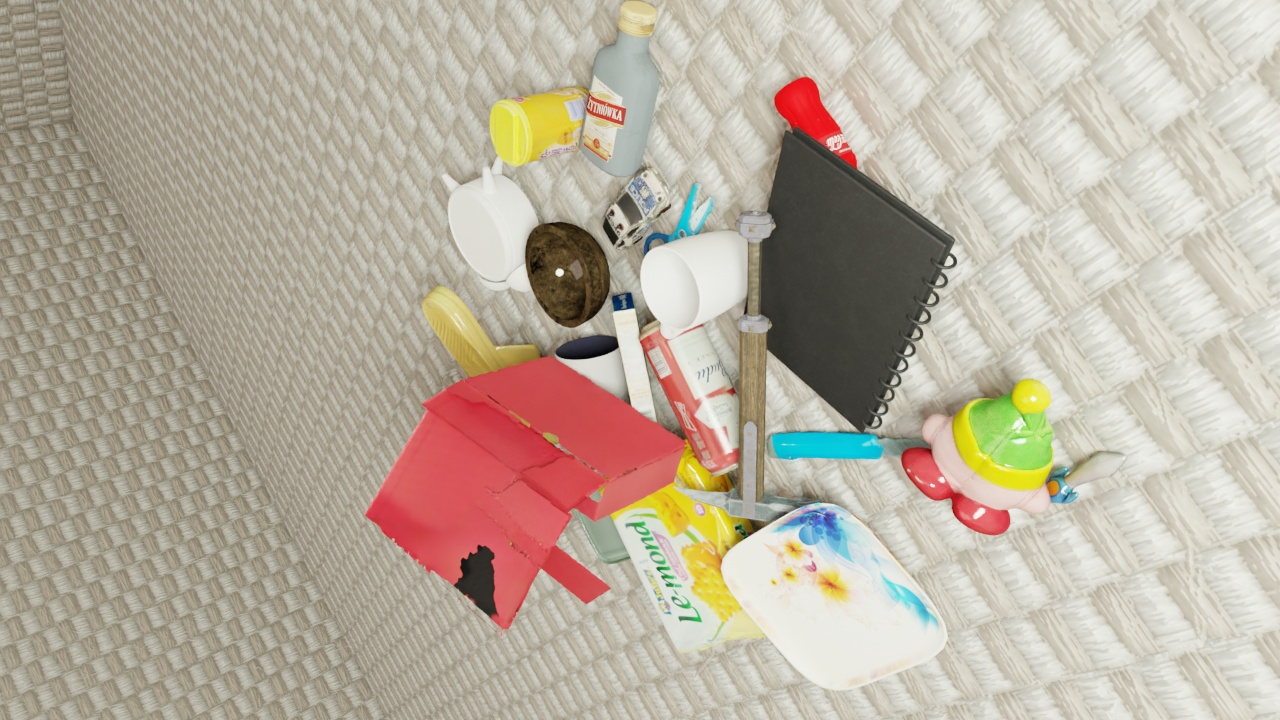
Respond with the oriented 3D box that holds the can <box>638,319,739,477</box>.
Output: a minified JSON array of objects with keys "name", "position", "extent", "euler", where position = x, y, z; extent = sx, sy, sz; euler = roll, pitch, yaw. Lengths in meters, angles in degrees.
[{"name":"can","position":[0.061,0.032,0.944],"extent":[0.067,0.067,0.170],"euler":[-29,86,55]}]

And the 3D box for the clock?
[{"name":"clock","position":[-0.174,-0.165,1.142],"extent":[0.125,0.072,0.161],"euler":[7,122,50]}]

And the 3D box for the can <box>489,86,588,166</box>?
[{"name":"can","position":[-0.098,-0.245,0.955],"extent":[0.068,0.104,0.068],"euler":[29,131,40]}]

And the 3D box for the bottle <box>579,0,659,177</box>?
[{"name":"bottle","position":[-0.017,-0.264,0.890],"extent":[0.072,0.046,0.162],"euler":[44,139,28]}]

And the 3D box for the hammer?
[{"name":"hammer","position":[0.099,0.014,0.844],"extent":[0.147,0.028,0.317],"euler":[6,119,16]}]

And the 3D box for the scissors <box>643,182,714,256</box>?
[{"name":"scissors","position":[0.037,-0.131,0.929],"extent":[0.090,0.014,0.141],"euler":[45,142,29]}]

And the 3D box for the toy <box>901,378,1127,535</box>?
[{"name":"toy","position":[0.272,0.070,0.684],"extent":[0.124,0.096,0.132],"euler":[44,117,22]}]

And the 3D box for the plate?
[{"name":"plate","position":[0.185,0.230,0.894],"extent":[0.187,0.016,0.187],"euler":[49,130,1]}]

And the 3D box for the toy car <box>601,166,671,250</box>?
[{"name":"toy car","position":[-0.008,-0.155,0.948],"extent":[0.048,0.040,0.113],"euler":[59,143,8]}]

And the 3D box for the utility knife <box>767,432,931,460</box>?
[{"name":"utility knife","position":[0.189,0.081,0.853],"extent":[0.210,0.015,0.031],"euler":[-4,110,56]}]

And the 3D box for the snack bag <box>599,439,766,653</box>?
[{"name":"snack bag","position":[0.062,0.204,1.027],"extent":[0.160,0.068,0.247],"euler":[-26,90,44]}]

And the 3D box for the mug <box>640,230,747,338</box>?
[{"name":"mug","position":[0.055,-0.068,0.876],"extent":[0.081,0.087,0.114],"euler":[46,140,25]}]

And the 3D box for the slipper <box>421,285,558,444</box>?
[{"name":"slipper","position":[-0.184,0.000,1.226],"extent":[0.263,0.078,0.100],"euler":[52,150,-17]}]

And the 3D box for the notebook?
[{"name":"notebook","position":[0.163,-0.057,0.770],"extent":[0.169,0.019,0.232],"euler":[44,150,27]}]

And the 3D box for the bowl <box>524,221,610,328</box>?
[{"name":"bowl","position":[-0.074,-0.103,1.047],"extent":[0.121,0.056,0.121],"euler":[29,131,40]}]

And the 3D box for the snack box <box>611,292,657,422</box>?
[{"name":"snack box","position":[-0.006,0.006,1.014],"extent":[0.082,0.026,0.150],"euler":[-97,-4,-72]}]

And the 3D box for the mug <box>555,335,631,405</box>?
[{"name":"mug","position":[-0.058,0.024,1.094],"extent":[0.112,0.078,0.097],"euler":[-125,25,-67]}]

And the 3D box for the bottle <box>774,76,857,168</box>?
[{"name":"bottle","position":[0.150,-0.169,0.740],"extent":[0.036,0.036,0.119],"euler":[-33,83,54]}]

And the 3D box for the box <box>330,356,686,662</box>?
[{"name":"box","position":[-0.129,0.112,0.908],"extent":[0.211,0.314,0.124],"euler":[30,143,30]}]

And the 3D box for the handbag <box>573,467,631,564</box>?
[{"name":"handbag","position":[-0.023,0.182,1.138],"extent":[0.106,0.067,0.122],"euler":[-28,88,50]}]
